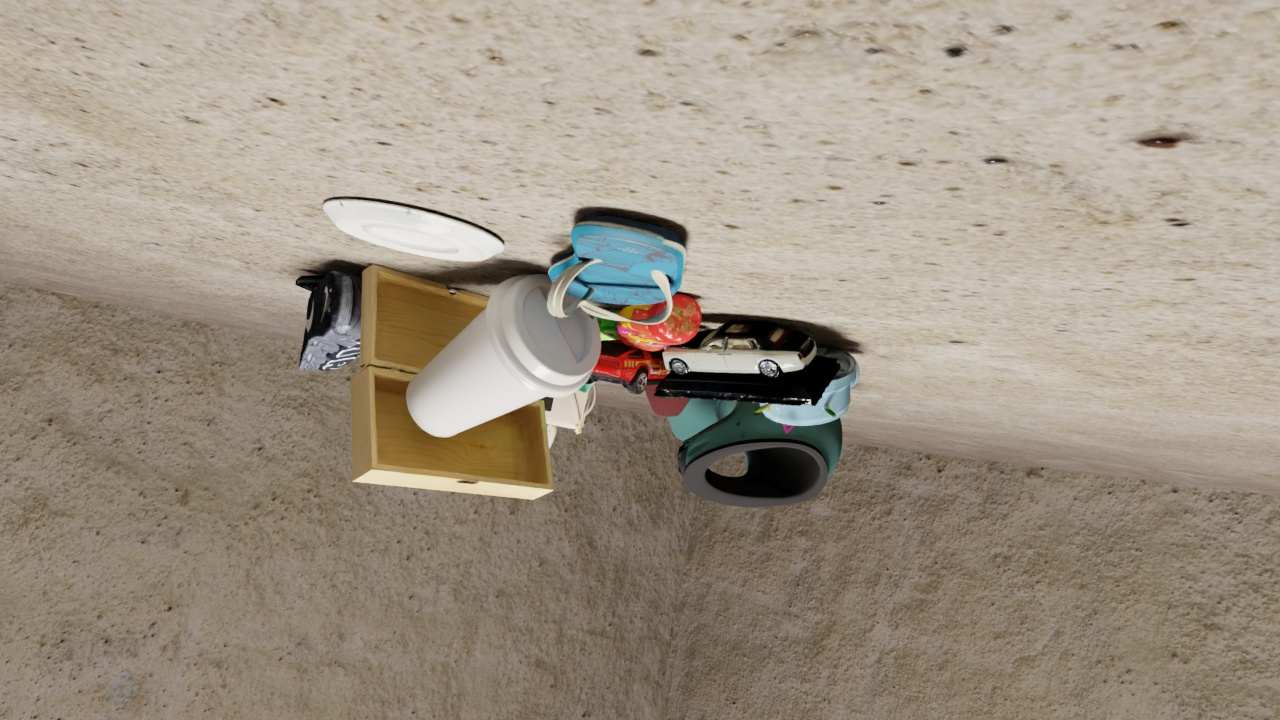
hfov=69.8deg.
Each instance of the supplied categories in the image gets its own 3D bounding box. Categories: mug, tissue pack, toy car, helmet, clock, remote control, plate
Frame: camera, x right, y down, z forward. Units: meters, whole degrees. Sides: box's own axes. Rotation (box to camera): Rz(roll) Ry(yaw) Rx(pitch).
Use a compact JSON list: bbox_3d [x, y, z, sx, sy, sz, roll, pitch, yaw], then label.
[{"bbox_3d":[0.045,0.028,1.294,0.087,0.088,0.113,10,-164,17],"label":"mug"},{"bbox_3d":[-0.019,-0.039,1.114,0.100,0.034,0.114,7,172,40],"label":"tissue pack"},{"bbox_3d":[-0.006,0.006,1.077,0.082,0.056,0.189,11,-176,28],"label":"toy car"},{"bbox_3d":[0.171,0.108,1.421,0.275,0.199,0.177,-4,128,9],"label":"helmet"},{"bbox_3d":[0.109,-0.005,0.995,0.192,0.071,0.093,2,-152,33],"label":"toy car"},{"bbox_3d":[0.193,0.020,1.065,0.118,0.060,0.161,4,-157,23],"label":"clock"},{"bbox_3d":[-0.379,-0.099,1.191,0.141,0.021,0.045,3,169,23],"label":"remote control"},{"bbox_3d":[-0.197,-0.110,0.800,0.157,0.014,0.157,10,175,1],"label":"plate"}]

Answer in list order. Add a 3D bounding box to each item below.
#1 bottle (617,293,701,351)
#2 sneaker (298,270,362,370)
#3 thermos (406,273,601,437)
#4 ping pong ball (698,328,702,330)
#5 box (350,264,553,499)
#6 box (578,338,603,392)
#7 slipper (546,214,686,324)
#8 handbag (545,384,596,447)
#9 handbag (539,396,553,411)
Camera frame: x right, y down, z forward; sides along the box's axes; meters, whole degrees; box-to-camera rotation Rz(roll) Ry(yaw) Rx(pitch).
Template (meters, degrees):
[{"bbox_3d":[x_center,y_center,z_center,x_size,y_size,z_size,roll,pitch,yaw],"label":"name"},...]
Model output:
[{"bbox_3d":[0.021,-0.039,0.957,0.071,0.048,0.134,14,173,-16],"label":"bottle"},{"bbox_3d":[-0.351,-0.041,1.187,0.150,0.097,0.253,9,163,-27],"label":"sneaker"},{"bbox_3d":[-0.155,0.007,0.973,0.131,0.131,0.222,15,147,-42],"label":"thermos"},{"bbox_3d":[0.061,-0.021,1.101,0.040,0.040,0.040,10,174,1],"label":"ping pong ball"},{"bbox_3d":[-0.219,0.032,1.101,0.246,0.253,0.068,15,156,-43],"label":"box"},{"bbox_3d":[-0.062,-0.009,1.284,0.139,0.052,0.187,-35,165,7],"label":"box"},{"bbox_3d":[-0.020,-0.061,0.773,0.118,0.060,0.295,7,175,-6],"label":"slipper"},{"bbox_3d":[-0.169,0.055,1.453,0.194,0.197,0.101,9,175,3],"label":"handbag"},{"bbox_3d":[-0.220,0.032,1.318,0.197,0.199,0.102,11,174,-8],"label":"handbag"}]
